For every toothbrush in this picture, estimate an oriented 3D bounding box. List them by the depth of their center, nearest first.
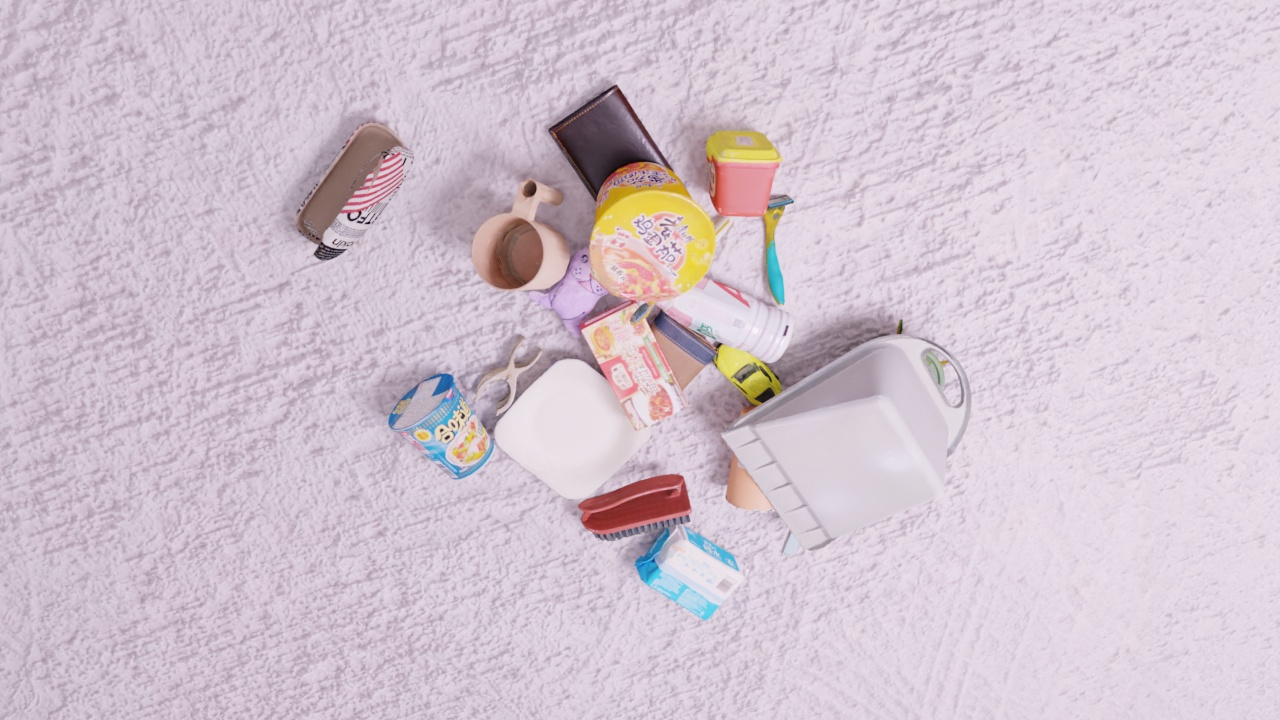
[{"bbox_3d":[0.052,-0.111,1.069,0.016,0.018,0.191,41,77,8],"label":"toothbrush"}]

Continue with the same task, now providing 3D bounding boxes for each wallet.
[{"bbox_3d":[-0.033,-0.238,1.050,0.096,0.020,0.122,-30,113,14],"label":"wallet"},{"bbox_3d":[0.029,0.003,1.149,0.090,0.033,0.115,35,107,-14],"label":"wallet"}]

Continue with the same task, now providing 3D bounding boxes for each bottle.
[{"bbox_3d":[0.086,-0.063,1.107,0.197,0.068,0.068,24,109,-10],"label":"bottle"}]

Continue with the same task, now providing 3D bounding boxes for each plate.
[{"bbox_3d":[-0.086,0.085,1.173,0.163,0.034,0.164,42,104,-18],"label":"plate"}]

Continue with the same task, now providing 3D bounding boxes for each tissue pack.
[{"bbox_3d":[0.070,0.286,1.253,0.140,0.063,0.090,34,105,-18],"label":"tissue pack"}]

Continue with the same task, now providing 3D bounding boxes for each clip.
[{"bbox_3d":[-0.156,0.027,1.146,0.104,0.034,0.083,-36,108,2],"label":"clip"}]

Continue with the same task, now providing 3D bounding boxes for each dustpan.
[{"bbox_3d":[0.277,0.089,1.143,0.258,0.142,0.223,-22,115,32],"label":"dustpan"}]

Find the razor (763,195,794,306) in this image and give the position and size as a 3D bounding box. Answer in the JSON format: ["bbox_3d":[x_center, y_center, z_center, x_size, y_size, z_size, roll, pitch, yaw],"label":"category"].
[{"bbox_3d":[0.163,-0.130,1.103,0.043,0.028,0.133,-19,114,-30],"label":"razor"}]

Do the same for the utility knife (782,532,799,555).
[{"bbox_3d":[0.230,0.189,1.248,0.034,0.018,0.192,17,111,2],"label":"utility knife"}]

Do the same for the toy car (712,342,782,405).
[{"bbox_3d":[0.136,0.017,1.162,0.048,0.032,0.105,-41,108,13],"label":"toy car"}]

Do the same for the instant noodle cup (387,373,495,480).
[{"bbox_3d":[-0.239,0.088,1.136,0.099,0.099,0.110,-30,119,8],"label":"instant noodle cup"}]

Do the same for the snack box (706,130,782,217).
[{"bbox_3d":[0.114,-0.210,1.035,0.082,0.091,0.080,0,119,-4],"label":"snack box"}]

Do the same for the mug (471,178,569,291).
[{"bbox_3d":[-0.126,-0.138,1.031,0.084,0.103,0.125,20,98,10],"label":"mug"}]

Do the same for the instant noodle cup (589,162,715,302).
[{"bbox_3d":[0.007,-0.151,1.028,0.138,0.109,0.138,-4,126,-6],"label":"instant noodle cup"}]

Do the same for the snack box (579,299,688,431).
[{"bbox_3d":[-0.007,0.007,1.116,0.075,0.025,0.153,-26,111,4],"label":"snack box"}]

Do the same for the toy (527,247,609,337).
[{"bbox_3d":[-0.072,-0.090,1.097,0.084,0.039,0.108,38,106,-18],"label":"toy"}]

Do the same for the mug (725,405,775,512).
[{"bbox_3d":[0.153,0.125,1.188,0.078,0.078,0.123,1,108,-5],"label":"mug"}]

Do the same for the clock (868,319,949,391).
[{"bbox_3d":[0.309,0.035,1.168,0.116,0.056,0.161,37,105,-17],"label":"clock"}]

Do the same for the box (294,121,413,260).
[{"bbox_3d":[-0.326,-0.192,1.028,0.088,0.076,0.163,42,106,8],"label":"box"}]

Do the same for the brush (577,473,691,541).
[{"bbox_3d":[-0.009,0.191,1.206,0.146,0.063,0.069,-15,132,3],"label":"brush"}]
